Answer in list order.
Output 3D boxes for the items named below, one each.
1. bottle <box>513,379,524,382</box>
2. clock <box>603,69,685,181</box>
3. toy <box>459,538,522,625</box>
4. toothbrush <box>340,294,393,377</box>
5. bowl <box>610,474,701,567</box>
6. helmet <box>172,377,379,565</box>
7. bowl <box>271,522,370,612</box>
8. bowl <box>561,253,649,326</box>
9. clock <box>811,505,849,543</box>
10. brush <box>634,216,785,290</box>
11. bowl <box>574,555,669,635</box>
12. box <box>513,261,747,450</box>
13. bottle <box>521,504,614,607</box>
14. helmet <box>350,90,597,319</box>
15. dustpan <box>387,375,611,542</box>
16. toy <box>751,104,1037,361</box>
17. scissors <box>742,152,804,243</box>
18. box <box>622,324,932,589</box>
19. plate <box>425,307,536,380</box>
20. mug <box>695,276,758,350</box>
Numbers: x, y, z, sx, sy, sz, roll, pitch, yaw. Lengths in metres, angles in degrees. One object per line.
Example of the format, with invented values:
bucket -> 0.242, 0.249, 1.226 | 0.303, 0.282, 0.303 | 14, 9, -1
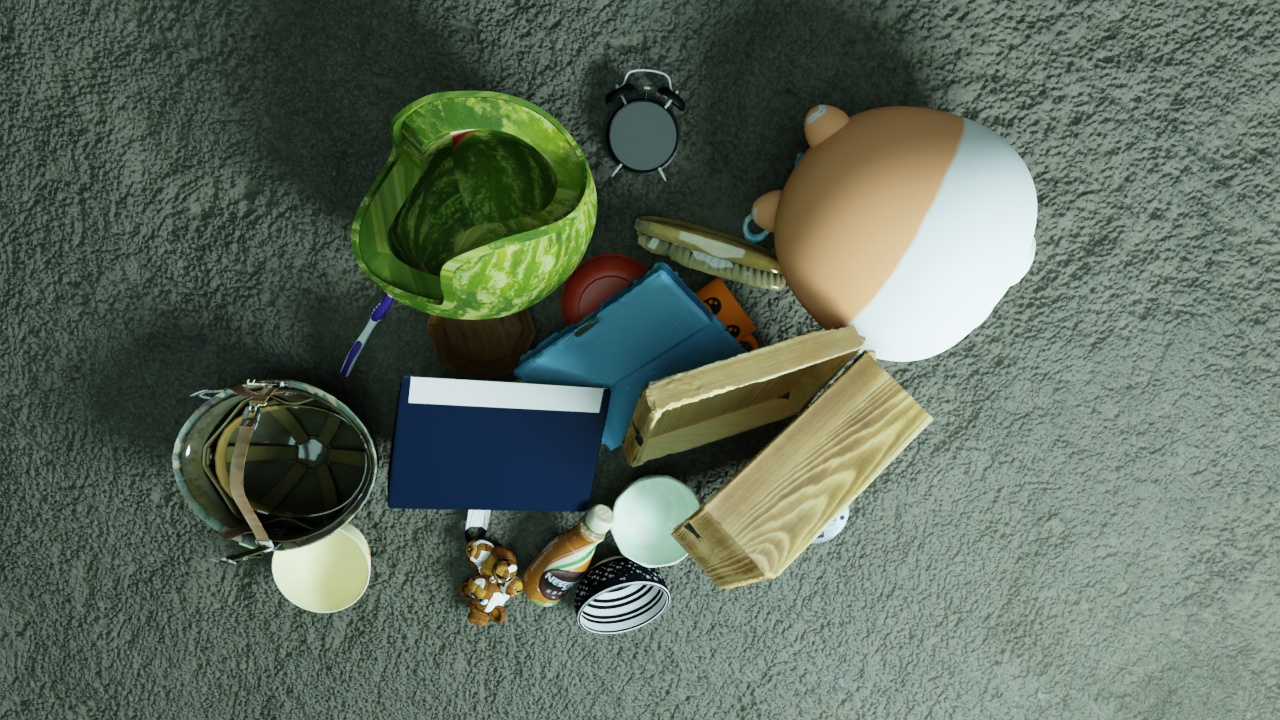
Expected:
bottle -> -0.150, 0.045, 1.121 | 0.045, 0.045, 0.185 | 39, 100, -10
clock -> 0.003, -0.269, 1.047 | 0.091, 0.042, 0.121 | 6, 104, -3
toy -> -0.193, 0.286, 1.171 | 0.087, 0.067, 0.113 | 31, 105, 26
toothbrush -> -0.316, -0.058, 1.107 | 0.016, 0.015, 0.187 | 34, 102, -5
bowl -> 0.018, 0.194, 1.153 | 0.117, 0.061, 0.117 | -1, 98, -5
helmet -> -0.411, 0.116, 1.032 | 0.224, 0.236, 0.192 | 4, 89, -13
bowl -> -0.390, 0.245, 1.151 | 0.118, 0.074, 0.118 | 0, 104, -2
bowl -> -0.035, -0.066, 1.102 | 0.122, 0.035, 0.122 | 0, 104, -2
clock -> 0.214, 0.170, 1.160 | 0.090, 0.052, 0.129 | -8, 105, 1
brush -> 0.084, -0.127, 1.078 | 0.195, 0.059, 0.043 | 17, 111, -4
bowl -> -0.028, 0.289, 1.171 | 0.120, 0.066, 0.120 | -10, 137, -10
box -> -0.006, 0.006, 1.055 | 0.232, 0.033, 0.174 | -34, 117, 28
bottle -> -0.087, 0.240, 1.142 | 0.059, 0.059, 0.168 | 32, 121, -9
helmet -> -0.168, -0.153, 0.974 | 0.242, 0.248, 0.213 | -14, 79, -39
dustpan -> -0.180, 0.128, 1.100 | 0.236, 0.080, 0.274 | 4, 115, -18
toy -> 0.271, -0.144, 0.982 | 0.281, 0.264, 0.264 | 30, 129, 0
scissors -> 0.194, -0.174, 1.094 | 0.137, 0.012, 0.127 | -44, 101, 7
box -> 0.133, 0.081, 1.000 | 0.258, 0.279, 0.220 | -39, 79, -14
plate -> -0.192, -0.040, 1.109 | 0.131, 0.025, 0.131 | 0, 104, -2
mug -> 0.087, -0.027, 1.092 | 0.096, 0.077, 0.112 | -36, 100, 7
